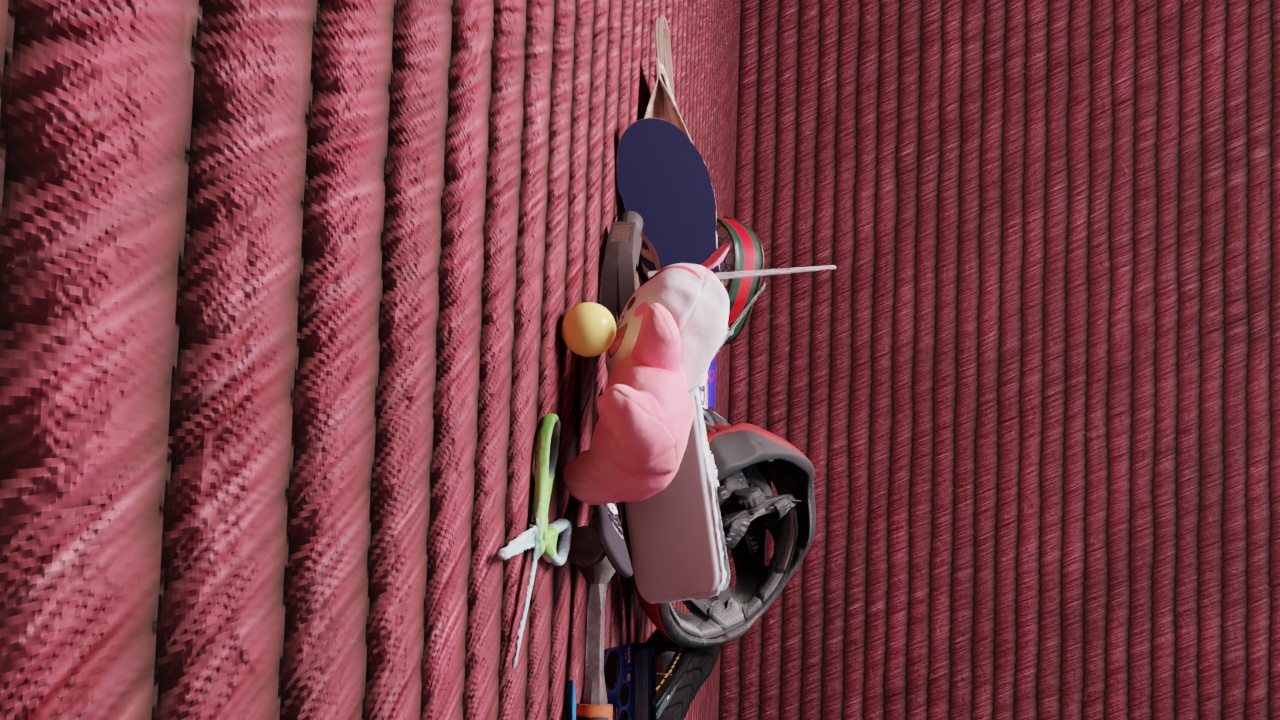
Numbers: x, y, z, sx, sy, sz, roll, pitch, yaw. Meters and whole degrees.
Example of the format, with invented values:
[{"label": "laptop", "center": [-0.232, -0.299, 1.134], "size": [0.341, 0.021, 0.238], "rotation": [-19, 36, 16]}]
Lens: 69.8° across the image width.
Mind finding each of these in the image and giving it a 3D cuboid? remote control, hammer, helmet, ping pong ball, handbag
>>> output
[{"label": "remote control", "center": [-0.026, 0.118, 0.712], "size": [0.046, 0.009, 0.124], "rotation": [59, 6, -32]}, {"label": "hammer", "center": [-0.035, 0.293, 0.720], "size": [0.138, 0.035, 0.314], "rotation": [58, 32, -74]}, {"label": "helmet", "center": [0.079, 0.183, 0.983], "size": [0.167, 0.217, 0.272], "rotation": [35, -45, 48]}, {"label": "hammer", "center": [-0.005, 0.006, 0.925], "size": [0.115, 0.033, 0.324], "rotation": [-82, 170, -46]}, {"label": "ping pong ball", "center": [-0.038, -0.023, 0.670], "size": [0.040, 0.040, 0.040], "rotation": [3, 89, -81]}, {"label": "handbag", "center": [0.067, -0.090, 1.071], "size": [0.063, 0.138, 0.167], "rotation": [3, 109, -43]}, {"label": "handbag", "center": [0.034, -0.301, 1.067], "size": [0.175, 0.062, 0.198], "rotation": [31, 54, -79]}]

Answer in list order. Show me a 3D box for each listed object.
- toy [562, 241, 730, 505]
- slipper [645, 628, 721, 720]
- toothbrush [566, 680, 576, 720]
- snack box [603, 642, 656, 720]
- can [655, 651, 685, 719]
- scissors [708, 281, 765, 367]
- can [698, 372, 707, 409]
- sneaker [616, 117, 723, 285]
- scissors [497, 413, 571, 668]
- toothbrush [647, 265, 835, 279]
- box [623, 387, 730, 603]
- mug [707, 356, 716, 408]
[{"label": "toy", "center": [0.012, 0.007, 0.709], "size": [0.142, 0.084, 0.212], "rotation": [118, -7, -46]}, {"label": "slipper", "center": [0.022, 0.359, 1.020], "size": [0.267, 0.076, 0.113], "rotation": [-40, 138, -57]}, {"label": "toothbrush", "center": [-0.049, 0.334, 0.752], "size": [0.016, 0.014, 0.167], "rotation": [-65, 154, -69]}, {"label": "snack box", "center": [-0.013, 0.323, 0.788], "size": [0.082, 0.027, 0.150], "rotation": [139, -43, -56]}, {"label": "can", "center": [0.032, 0.421, 1.165], "size": [0.054, 0.054, 0.135], "rotation": [69, 24, -68]}, {"label": "scissors", "center": [0.071, -0.003, 0.974], "size": [0.188, 0.015, 0.179], "rotation": [-58, 169, 20]}, {"label": "can", "center": [0.039, 0.072, 1.067], "size": [0.078, 0.078, 0.136], "rotation": [-63, 154, -70]}, {"label": "sneaker", "center": [0.031, -0.142, 0.950], "size": [0.118, 0.091, 0.233], "rotation": [-107, 178, -68]}, {"label": "scissors", "center": [-0.065, 0.117, 0.603], "size": [0.168, 0.023, 0.171], "rotation": [88, 9, -59]}, {"label": "toothbrush", "center": [0.097, -0.087, 0.889], "size": [0.010, 0.181, 0.010], "rotation": [-87, 171, -45]}, {"label": "box", "center": [0.039, 0.102, 0.797], "size": [0.125, 0.106, 0.215], "rotation": [137, -54, -61]}, {"label": "mug", "center": [0.049, 0.017, 1.162], "size": [0.111, 0.079, 0.083], "rotation": [172, -79, -70]}]
